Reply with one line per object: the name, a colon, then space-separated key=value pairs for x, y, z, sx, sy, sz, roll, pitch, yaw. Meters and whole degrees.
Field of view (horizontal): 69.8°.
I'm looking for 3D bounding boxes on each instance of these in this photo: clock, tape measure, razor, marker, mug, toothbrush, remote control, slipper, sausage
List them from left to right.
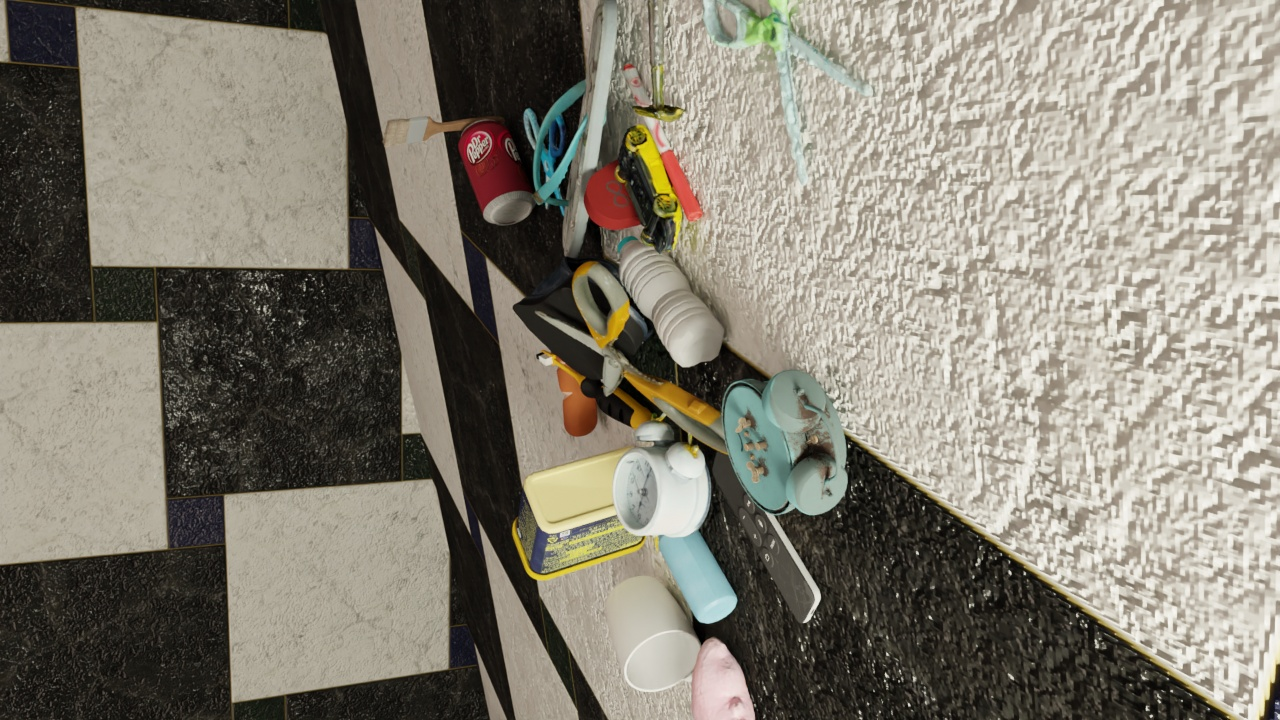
slipper: x=-0.062 y=-0.182 z=0.787 sx=0.269 sy=0.054 sz=0.098 roll=109 pitch=161 yaw=-55
sausage: x=-0.079 y=0.003 z=1.015 sx=0.039 sy=0.044 sz=0.164 roll=-111 pitch=8 yaw=-87
toothbrush: x=-0.049 y=0.026 z=0.933 sx=0.197 sy=0.030 sz=0.031 roll=31 pitch=135 yaw=46
slipper: x=-0.041 y=-0.049 z=0.842 sx=0.109 sy=0.083 sz=0.266 roll=43 pitch=164 yaw=-9
tape measure: x=-0.022 y=-0.135 z=0.753 sx=0.019 sy=0.051 sz=0.059 roll=115 pitch=135 yaw=-61
razor: x=0.011 y=-0.225 z=0.648 sx=0.042 sy=0.026 sz=0.106 roll=-138 pitch=42 yaw=-59
mug: x=0.017 y=0.283 z=0.936 sx=0.114 sy=0.081 sz=0.087 roll=50 pitch=-177 yaw=-35
marker: x=0.015 y=-0.167 z=0.691 sx=0.013 sy=0.012 sz=0.142 roll=118 pitch=133 yaw=-62
clock: x=0.021 y=0.099 z=0.789 sx=0.083 sy=0.057 sz=0.118 roll=34 pitch=115 yaw=51
remote control: x=0.093 y=0.129 z=0.701 sx=0.045 sy=0.008 sz=0.146 roll=99 pitch=149 yaw=-48
clock: x=0.094 y=0.050 z=0.577 sx=0.124 sy=0.053 sz=0.090 roll=169 pitch=85 yaw=-70

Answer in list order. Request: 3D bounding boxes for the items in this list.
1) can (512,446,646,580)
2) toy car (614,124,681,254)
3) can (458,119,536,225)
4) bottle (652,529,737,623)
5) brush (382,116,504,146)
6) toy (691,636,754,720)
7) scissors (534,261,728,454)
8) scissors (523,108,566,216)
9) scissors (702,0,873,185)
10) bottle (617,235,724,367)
can: x=-0.056 y=0.154 z=0.934 sx=0.105 sy=0.135 sz=0.075 roll=106 pitch=143 yaw=-51
toy car: x=0.008 y=-0.131 z=0.707 sx=0.049 sy=0.030 sz=0.106 roll=122 pitch=132 yaw=-62
can: x=-0.166 y=-0.217 z=1.060 sx=0.063 sy=0.063 sz=0.114 roll=117 pitch=134 yaw=-62
bottle: x=0.040 y=0.172 z=0.827 sx=0.040 sy=0.040 sz=0.130 roll=96 pitch=151 yaw=-45
brush: x=-0.224 y=-0.269 z=1.059 sx=0.045 sy=0.142 sz=0.008 roll=-44 pitch=64 yaw=58
toy: x=0.074 y=0.310 z=0.821 sx=0.093 sy=0.050 sz=0.102 roll=-130 pitch=35 yaw=-55
scissors: x=-0.005 y=0.004 z=0.717 sx=0.230 sy=0.016 sz=0.226 roll=38 pitch=161 yaw=12
scissors: x=-0.094 y=-0.213 z=0.949 sx=0.140 sy=0.011 sz=0.134 roll=136 pitch=120 yaw=-66
scissors: x=0.076 y=-0.185 z=0.521 sx=0.166 sy=0.024 sz=0.171 roll=12 pitch=114 yaw=62
bottle: x=0.018 y=-0.052 z=0.719 sx=0.044 sy=0.044 sz=0.136 roll=95 pitch=152 yaw=-44
